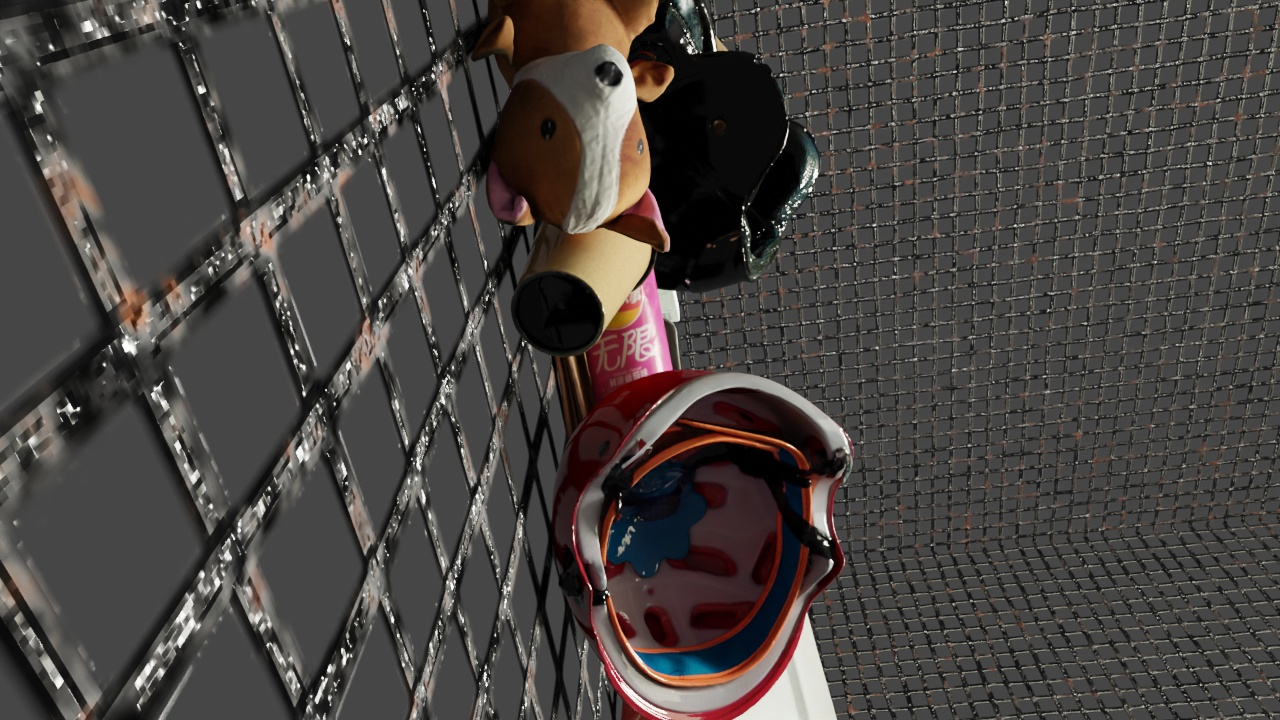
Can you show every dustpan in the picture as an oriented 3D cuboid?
[{"bbox_3d":[0.090,0.289,0.964,0.143,0.257,0.222,115,-34,-60],"label":"dustpan"}]

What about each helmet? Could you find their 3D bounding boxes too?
[{"bbox_3d":[0.027,0.116,0.645,0.144,0.206,0.240,24,-69,59],"label":"helmet"},{"bbox_3d":[0.034,-0.192,0.832,0.233,0.230,0.274,0,73,-73],"label":"helmet"}]

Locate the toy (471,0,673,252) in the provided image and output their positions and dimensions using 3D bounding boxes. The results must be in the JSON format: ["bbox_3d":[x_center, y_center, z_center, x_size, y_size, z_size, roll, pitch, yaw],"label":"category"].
[{"bbox_3d":[-0.040,-0.167,0.580,0.131,0.140,0.199,143,-51,-64],"label":"toy"}]

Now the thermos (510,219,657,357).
[{"bbox_3d":[-0.041,-0.063,0.632,0.143,0.093,0.093,-71,155,-59],"label":"thermos"}]

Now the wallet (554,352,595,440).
[{"bbox_3d":[-0.054,0.005,0.756,0.101,0.020,0.115,-85,165,-70],"label":"wallet"}]

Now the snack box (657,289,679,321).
[{"bbox_3d":[-0.003,-0.079,1.056,0.157,0.085,0.026,70,15,-70],"label":"snack box"}]

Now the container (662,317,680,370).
[{"bbox_3d":[-0.005,0.005,0.906,0.111,0.090,0.090,-54,137,-86],"label":"container"}]

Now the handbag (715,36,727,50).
[{"bbox_3d":[0.048,-0.305,1.057,0.099,0.148,0.204,-18,66,-51],"label":"handbag"}]

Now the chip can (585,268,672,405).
[{"bbox_3d":[-0.006,0.013,0.745,0.071,0.071,0.210,-42,121,-84],"label":"chip can"}]

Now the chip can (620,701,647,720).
[{"bbox_3d":[0.014,0.323,0.747,0.216,0.073,0.073,-81,164,-64],"label":"chip can"}]
